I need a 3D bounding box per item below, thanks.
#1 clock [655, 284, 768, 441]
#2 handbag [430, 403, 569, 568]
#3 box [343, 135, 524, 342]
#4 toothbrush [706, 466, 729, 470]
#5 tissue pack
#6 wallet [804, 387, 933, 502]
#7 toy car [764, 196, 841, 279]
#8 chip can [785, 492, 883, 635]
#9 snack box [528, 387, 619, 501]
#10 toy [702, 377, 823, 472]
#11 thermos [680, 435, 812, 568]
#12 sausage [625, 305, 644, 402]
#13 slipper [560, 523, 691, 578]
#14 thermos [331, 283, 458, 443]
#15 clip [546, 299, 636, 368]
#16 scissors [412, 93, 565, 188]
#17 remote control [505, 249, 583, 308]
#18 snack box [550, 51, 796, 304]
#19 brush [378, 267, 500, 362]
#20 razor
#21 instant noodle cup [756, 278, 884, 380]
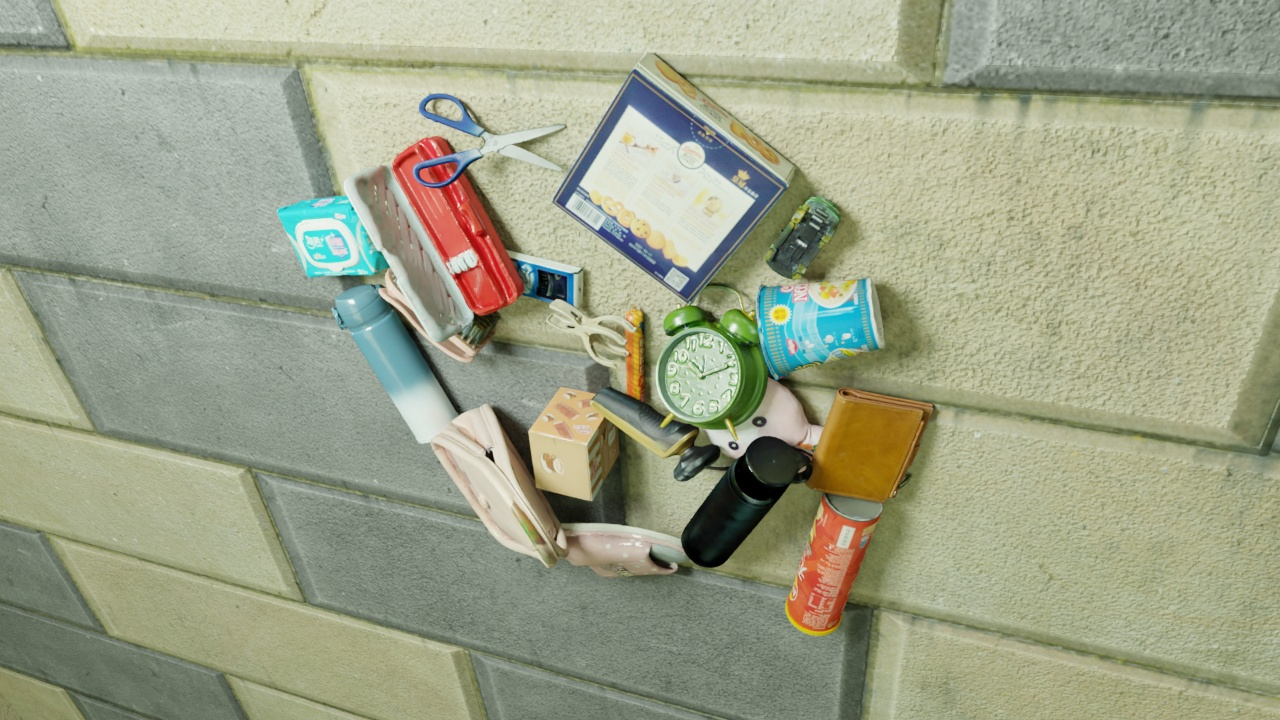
[{"bbox_3d":[0.074,-0.001,0.976,0.116,0.056,0.161,7,91,30],"label":"clock"},{"bbox_3d":[-0.157,0.172,1.135,0.234,0.093,0.193,30,151,59],"label":"handbag"},{"bbox_3d":[-0.220,-0.131,0.992,0.095,0.100,0.201,-20,104,34],"label":"box"},{"bbox_3d":[0.138,0.131,1.099,0.189,0.014,0.017,7,105,19],"label":"toothbrush"},{"bbox_3d":[-0.365,-0.147,1.097,0.134,0.050,0.093,0,125,25],"label":"tissue pack"},{"bbox_3d":[0.252,0.096,0.991,0.119,0.035,0.131,9,124,-5],"label":"wallet"},{"bbox_3d":[0.158,-0.118,0.889,0.043,0.036,0.091,32,130,-2],"label":"toy car"},{"bbox_3d":[0.228,0.237,1.095,0.073,0.073,0.217,17,130,12],"label":"chip can"},{"bbox_3d":[-0.079,0.101,1.120,0.077,0.094,0.093,11,128,17],"label":"snack box"},{"bbox_3d":[0.145,0.077,1.032,0.159,0.054,0.122,30,132,-9],"label":"toy"},{"bbox_3d":[0.123,0.169,1.063,0.090,0.068,0.243,4,148,-14],"label":"thermos"},{"bbox_3d":[-0.006,0.006,1.065,0.021,0.021,0.165,12,128,17],"label":"sausage"},{"bbox_3d":[-0.053,0.257,1.229,0.275,0.054,0.114,-2,153,28],"label":"slipper"},{"bbox_3d":[-0.312,0.004,1.175,0.070,0.070,0.220,-11,119,30],"label":"thermos"},{"bbox_3d":[-0.056,-0.023,1.032,0.104,0.034,0.087,11,129,20],"label":"clip"},{"bbox_3d":[-0.165,-0.228,0.947,0.162,0.012,0.162,-33,83,8],"label":"scissors"},{"bbox_3d":[-0.124,-0.096,1.042,0.125,0.024,0.049,16,129,15],"label":"remote control"},{"bbox_3d":[0.028,-0.172,0.902,0.178,0.045,0.183,37,131,-4],"label":"snack box"},{"bbox_3d":[-0.245,-0.061,1.098,0.145,0.063,0.073,37,120,-4],"label":"brush"},{"bbox_3d":[0.011,0.082,1.054,0.167,0.062,0.068,31,122,24],"label":"razor"},{"bbox_3d":[0.181,-0.037,0.908,0.110,0.099,0.099,-10,120,20],"label":"instant noodle cup"}]
